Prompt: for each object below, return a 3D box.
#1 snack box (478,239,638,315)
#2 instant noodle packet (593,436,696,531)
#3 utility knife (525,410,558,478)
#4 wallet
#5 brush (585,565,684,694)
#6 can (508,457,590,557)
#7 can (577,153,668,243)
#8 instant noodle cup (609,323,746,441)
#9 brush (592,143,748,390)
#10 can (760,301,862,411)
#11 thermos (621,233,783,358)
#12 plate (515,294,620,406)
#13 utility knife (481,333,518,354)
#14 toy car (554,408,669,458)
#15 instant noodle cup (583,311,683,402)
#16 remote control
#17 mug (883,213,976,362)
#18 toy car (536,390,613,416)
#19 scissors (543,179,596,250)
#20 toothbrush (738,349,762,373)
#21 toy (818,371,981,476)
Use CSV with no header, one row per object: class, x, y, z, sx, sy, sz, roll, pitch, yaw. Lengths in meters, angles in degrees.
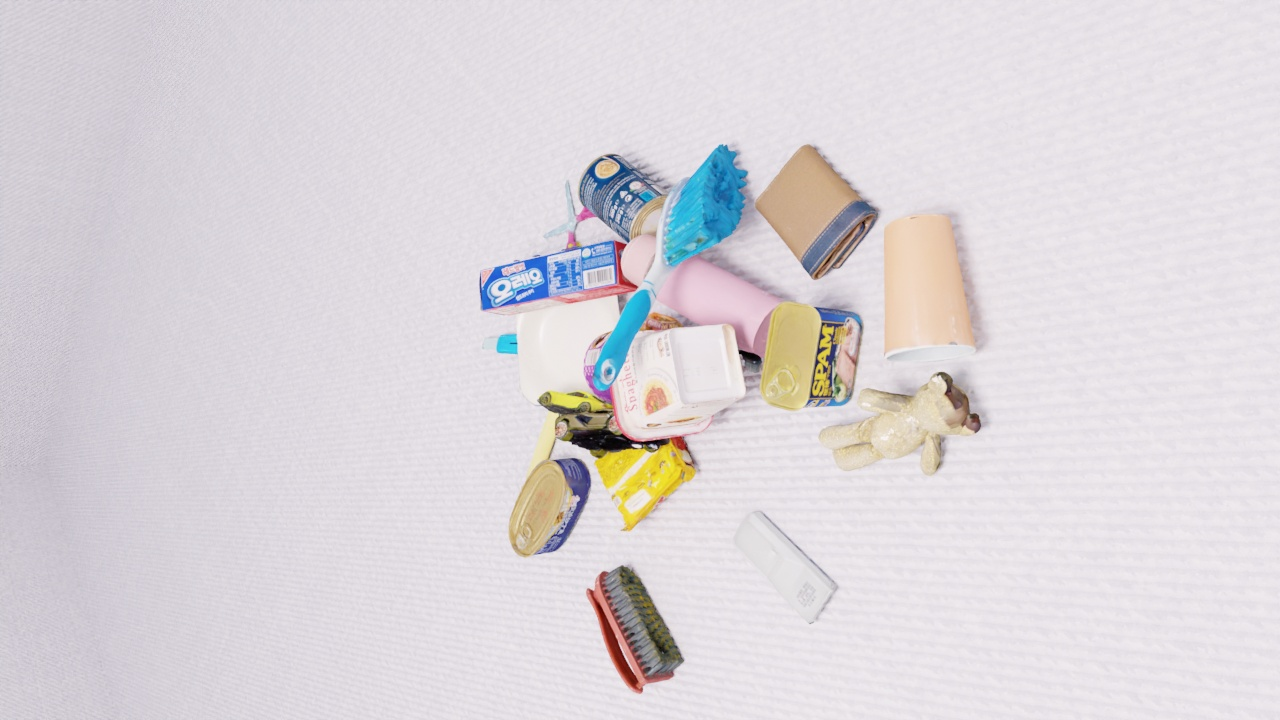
snack box,-0.102,-0.097,1.114,0.208,0.058,0.057,-9,82,31
instant noodle packet,0.003,0.127,1.080,0.129,0.044,0.110,-48,52,29
utility knife,-0.131,0.114,1.228,0.031,0.019,0.183,37,108,43
wallet,0.174,-0.150,0.925,0.090,0.033,0.115,-52,55,28
brush,-0.016,0.314,1.082,0.069,0.063,0.145,-43,59,20
can,-0.119,0.191,1.194,0.074,0.049,0.148,45,119,35
can,-0.013,-0.184,1.076,0.111,0.075,0.075,44,119,35
instant noodle cup,0.039,0.016,0.933,0.124,0.116,0.116,-28,70,62
brush,0.033,-0.100,0.926,0.110,0.060,0.313,-27,31,37
can,0.168,-0.004,0.891,0.057,0.083,0.102,15,100,44
thermos,0.070,-0.073,0.997,0.199,0.087,0.067,32,96,33
plate,-0.084,-0.026,1.158,0.165,0.034,0.163,-4,88,33
utility knife,-0.163,-0.022,1.260,0.182,0.018,0.034,1,93,44
toy car,-0.032,0.080,1.043,0.158,0.070,0.042,-7,61,42
instant noodle cup,-0.006,0.006,1.050,0.099,0.111,0.111,-6,85,58
remote control,0.146,0.212,0.953,0.125,0.024,0.049,42,118,36
mug,0.253,-0.064,0.821,0.078,0.078,0.122,-13,75,44
toy car,-0.077,0.054,1.110,0.105,0.048,0.032,9,69,32
scissors,-0.086,-0.174,1.191,0.134,0.017,0.133,-21,72,46
toothbrush,0.087,-0.011,0.965,0.189,0.014,0.017,-150,48,-71
toy,0.234,0.062,0.849,0.158,0.066,0.105,-30,101,44
